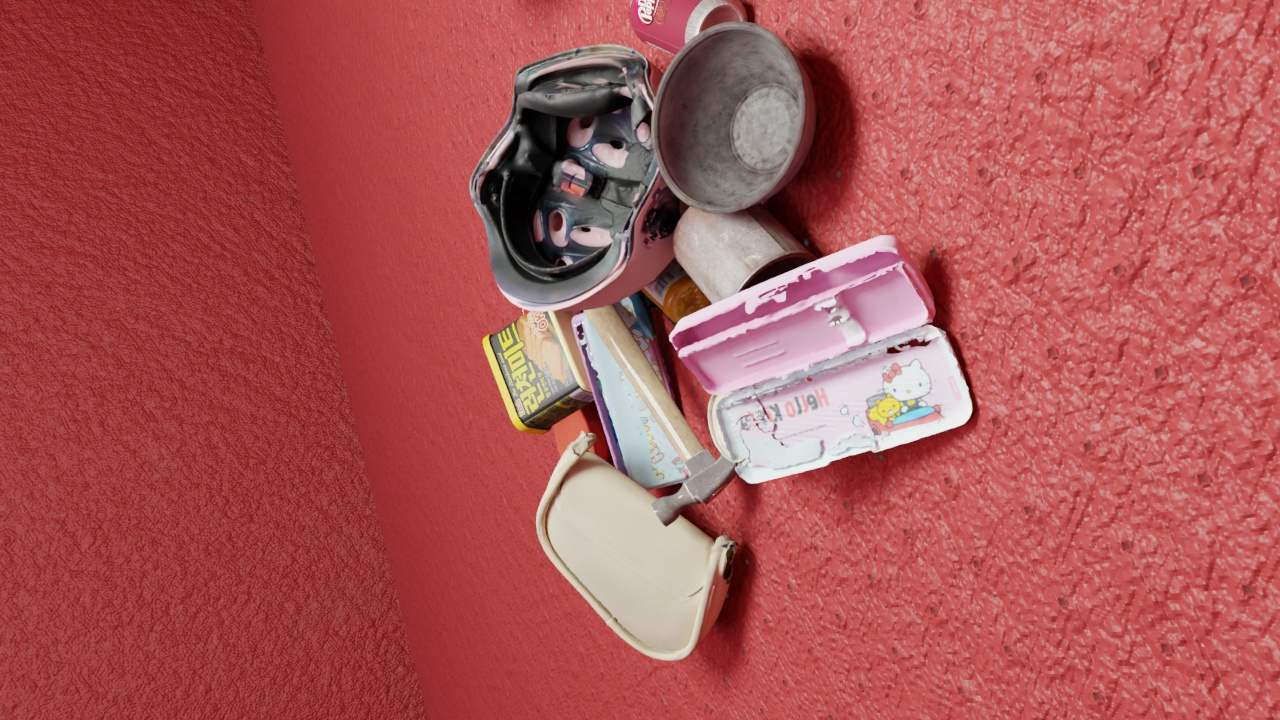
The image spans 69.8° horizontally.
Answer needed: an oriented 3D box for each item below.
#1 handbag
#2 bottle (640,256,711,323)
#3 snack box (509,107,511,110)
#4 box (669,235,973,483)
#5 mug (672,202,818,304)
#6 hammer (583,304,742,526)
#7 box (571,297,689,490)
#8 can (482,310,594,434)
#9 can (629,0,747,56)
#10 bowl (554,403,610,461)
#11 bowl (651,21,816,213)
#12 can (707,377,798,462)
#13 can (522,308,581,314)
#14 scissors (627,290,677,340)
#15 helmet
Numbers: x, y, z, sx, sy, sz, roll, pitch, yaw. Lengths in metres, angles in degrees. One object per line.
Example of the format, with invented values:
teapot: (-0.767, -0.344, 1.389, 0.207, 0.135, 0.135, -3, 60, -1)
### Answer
handbag: (0.003, 0.187, 0.993, 0.229, 0.131, 0.185, 34, 129, 6)
bottle: (0.006, -0.103, 0.958, 0.186, 0.053, 0.053, 46, 139, 45)
snack box: (-0.109, -0.255, 1.134, 0.152, 0.035, 0.133, 12, 111, 60)
box: (0.133, 0.002, 0.696, 0.202, 0.058, 0.155, -21, 105, 35)
mug: (0.092, -0.074, 0.787, 0.123, 0.096, 0.110, 71, 173, -51)
hammer: (-0.006, 0.006, 0.953, 0.331, 0.119, 0.031, 57, -175, 28)
box: (0.000, 0.035, 1.035, 0.093, 0.089, 0.214, -16, 91, 19)
can: (-0.112, 0.007, 1.091, 0.101, 0.072, 0.130, -31, 69, 20)
can: (0.040, -0.299, 0.807, 0.114, 0.063, 0.063, 44, 138, 47)
bowl: (-0.073, 0.103, 1.209, 0.122, 0.035, 0.122, 33, 129, 54)
bowl: (0.085, -0.190, 0.736, 0.145, 0.067, 0.145, 5, 98, 40)
can: (0.108, 0.049, 0.802, 0.067, 0.076, 0.067, 33, 128, 54)
can: (-0.098, -0.022, 1.169, 0.132, 0.070, 0.070, 68, 151, 19)
scissors: (0.012, -0.060, 0.963, 0.150, 0.120, 0.019, -68, 2, -60)
helmet: (-0.041, -0.160, 0.881, 0.230, 0.152, 0.255, 7, 84, 37)
